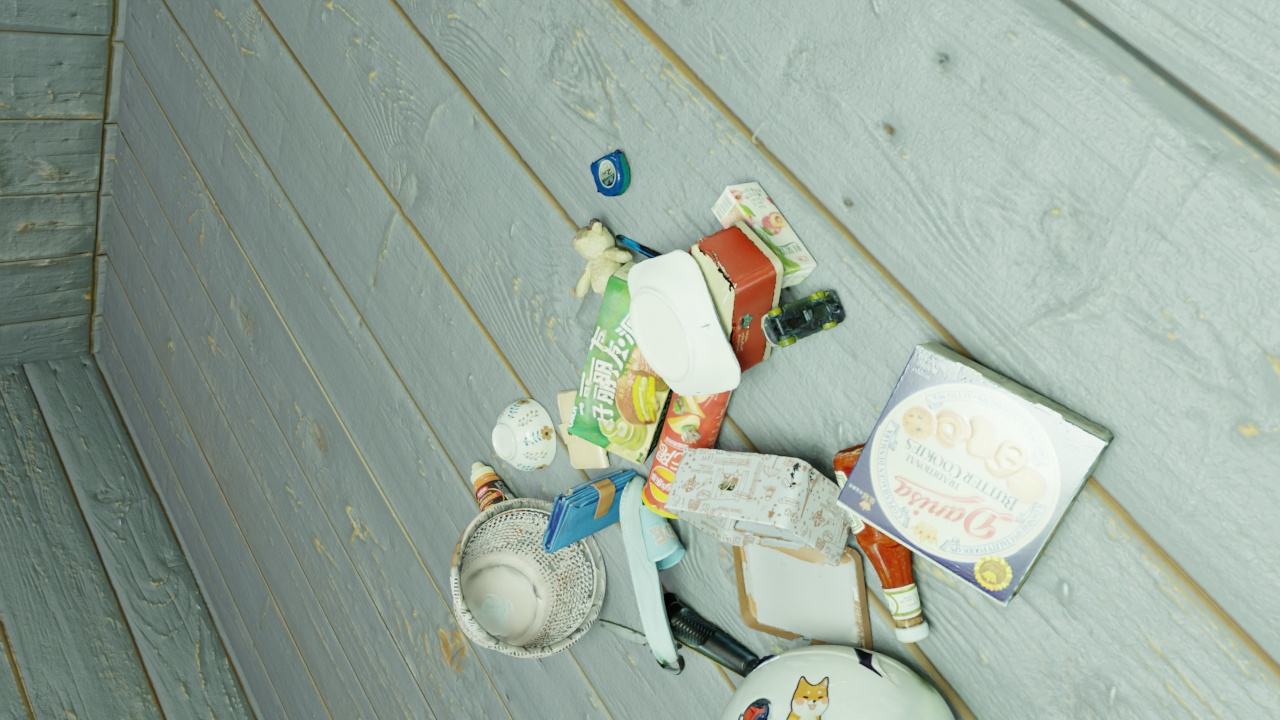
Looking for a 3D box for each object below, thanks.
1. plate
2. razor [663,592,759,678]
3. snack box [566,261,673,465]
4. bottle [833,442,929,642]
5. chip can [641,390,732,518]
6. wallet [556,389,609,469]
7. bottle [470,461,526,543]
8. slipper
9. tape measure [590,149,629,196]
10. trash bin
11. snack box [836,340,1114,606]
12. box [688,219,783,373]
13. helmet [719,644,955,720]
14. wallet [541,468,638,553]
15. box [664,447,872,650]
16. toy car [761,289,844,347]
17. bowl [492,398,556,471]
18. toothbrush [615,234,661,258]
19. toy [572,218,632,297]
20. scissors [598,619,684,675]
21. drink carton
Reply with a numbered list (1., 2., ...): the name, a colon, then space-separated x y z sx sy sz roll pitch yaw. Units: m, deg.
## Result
1. plate: 0.033 -0.033 1.006 0.164 0.034 0.164 -11 102 62
2. razor: 0.082 0.364 1.197 0.168 0.062 0.068 22 146 35
3. snack box: -0.007 0.007 1.154 0.114 0.063 0.241 24 121 11
4. bottle: 0.255 0.189 0.954 0.060 0.059 0.206 -18 87 47
5. chip can: 0.060 0.091 1.126 0.073 0.073 0.217 37 125 34
6. wallet: -0.086 0.099 1.320 0.087 0.024 0.115 -9 95 49
7. bottle: -0.237 0.224 1.489 0.149 0.066 0.067 54 134 32
8. slipper: 0.023 0.262 1.181 0.104 0.074 0.245 75 -178 -66
9. tape measure: -0.036 -0.238 1.176 0.058 0.025 0.054 -15 91 51
10. trash bin: -0.189 0.343 1.373 0.227 0.227 0.193 62 148 15
11. snack box: 0.303 0.102 0.850 0.178 0.045 0.183 31 110 26
12. box: 0.091 -0.059 0.995 0.091 0.079 0.169 52 159 31
13. helmet: 0.215 0.381 0.962 0.275 0.230 0.156 1 59 48
14. wallet: -0.067 0.202 1.246 0.040 0.132 0.107 42 128 27
15. box: 0.157 0.209 1.042 0.179 0.125 0.274 2 129 46
16. toy car: 0.168 -0.042 0.965 0.035 0.090 0.042 136 112 -74
17. bowl: -0.186 0.118 1.403 0.114 0.062 0.113 13 109 43
18. toothbrush: 0.031 -0.125 1.146 0.189 0.016 0.014 32 131 40
19. toy: -0.036 -0.106 1.189 0.105 0.066 0.157 -32 84 45
20. scissors: -0.001 0.409 1.318 0.175 0.014 0.135 -45 67 43
21. drink carton: 0.133 -0.135 1.003 0.122 0.053 0.046 58 139 18
